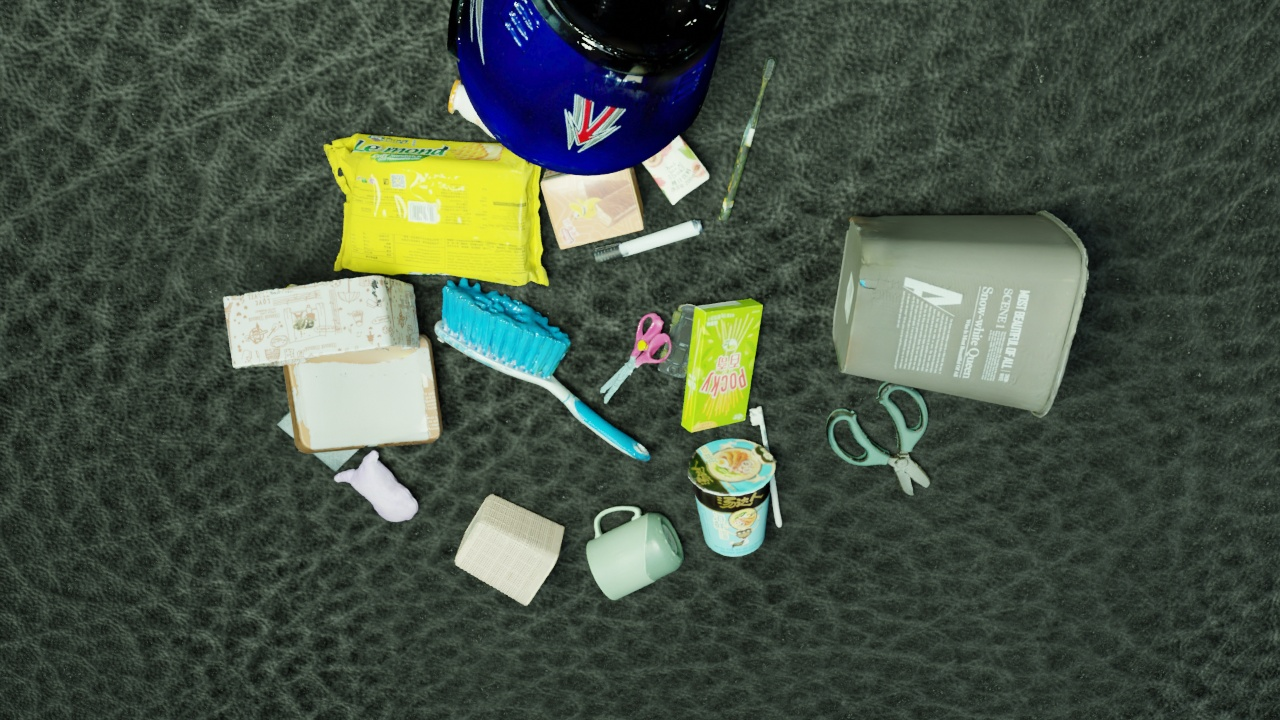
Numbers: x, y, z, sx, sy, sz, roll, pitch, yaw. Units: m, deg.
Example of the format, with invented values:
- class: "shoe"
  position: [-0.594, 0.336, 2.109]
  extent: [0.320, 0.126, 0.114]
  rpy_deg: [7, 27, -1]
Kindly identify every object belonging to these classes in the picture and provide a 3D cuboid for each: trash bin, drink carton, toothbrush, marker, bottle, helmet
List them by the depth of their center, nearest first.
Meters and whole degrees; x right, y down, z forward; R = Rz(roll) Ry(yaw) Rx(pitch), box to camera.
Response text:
- class: "helmet"
  position: [-0.050, -0.326, 0.860]
  extent: [0.247, 0.241, 0.315]
  rpy_deg: [13, 70, -20]
- class: "bottle"
  position: [-0.148, -0.268, 0.981]
  extent: [0.108, 0.063, 0.063]
  rpy_deg: [15, 113, -7]
- class: "drink carton"
  position: [0.018, -0.237, 1.004]
  extent: [0.053, 0.045, 0.122]
  rpy_deg: [-36, 110, 9]
- class: "trash bin"
  position: [0.335, -0.064, 1.007]
  extent: [0.220, 0.198, 0.199]
  rpy_deg: [6, 114, 4]
- class: "toothbrush"
  position: [0.118, -0.242, 1.017]
  extent: [0.012, 0.017, 0.186]
  rpy_deg: [15, 113, -2]
- class: "marker"
  position: [0.008, -0.139, 1.063]
  extent: [0.131, 0.018, 0.022]
  rpy_deg: [-17, 103, 8]
- class: "toothbrush"
  position: [0.164, 0.140, 1.187]
  extent: [0.016, 0.016, 0.180]
  rpy_deg: [-8, 113, 12]

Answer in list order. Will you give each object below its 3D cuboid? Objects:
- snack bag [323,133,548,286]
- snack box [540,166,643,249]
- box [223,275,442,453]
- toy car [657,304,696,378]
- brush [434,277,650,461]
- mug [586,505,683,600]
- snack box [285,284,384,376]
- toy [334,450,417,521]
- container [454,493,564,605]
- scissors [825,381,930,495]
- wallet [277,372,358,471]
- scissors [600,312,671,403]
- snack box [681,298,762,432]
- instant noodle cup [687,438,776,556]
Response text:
- class: "snack bag"
  position: [-0.224, -0.165, 1.026]
  extent: [0.246, 0.068, 0.158]
  rpy_deg: [3, 114, 0]
- class: "snack box"
  position: [-0.050, -0.180, 1.004]
  extent: [0.094, 0.092, 0.077]
  rpy_deg: [-13, 113, 5]
- class: "box"
  position: [-0.337, 0.011, 1.017]
  extent: [0.180, 0.157, 0.217]
  rpy_deg: [-5, 101, 2]
- class: "toy car"
  position: [0.050, -0.026, 1.103]
  extent: [0.042, 0.035, 0.090]
  rpy_deg: [16, 107, -8]
- class: "brush"
  position: [-0.106, 0.015, 1.106]
  extent: [0.314, 0.060, 0.110]
  rpy_deg: [26, 117, -6]
- class: "mug"
  position: [-0.011, 0.241, 1.203]
  extent: [0.106, 0.082, 0.111]
  rpy_deg: [-29, 79, 12]
- class: "snack box"
  position: [-0.361, -0.034, 1.104]
  extent: [0.140, 0.033, 0.087]
  rpy_deg: [12, 114, -7]
- class: "toy"
  position: [-0.337, 0.171, 1.190]
  extent: [0.084, 0.038, 0.108]
  rpy_deg: [-27, 116, 27]
- class: "container"
  position: [-0.172, 0.243, 1.195]
  extent: [0.111, 0.089, 0.090]
  rpy_deg: [29, 111, -9]
- class: "scissors"
  position: [0.329, 0.098, 1.165]
  extent: [0.179, 0.019, 0.162]
  rpy_deg: [38, 108, -14]
- class: "wallet"
  position: [-0.383, 0.073, 1.160]
  extent: [0.121, 0.019, 0.097]
  rpy_deg: [-41, 110, 15]
- class: "scissors"
  position: [-0.006, 0.009, 1.110]
  extent: [0.017, 0.072, 0.137]
  rpy_deg: [9, 125, -45]
- class: "snack box"
  position: [0.097, 0.006, 1.101]
  extent: [0.085, 0.026, 0.156]
  rpy_deg: [-9, 118, -31]
- class: "instant noodle cup"
  position: [0.118, 0.179, 1.161]
  extent: [0.111, 0.111, 0.121]
  rpy_deg: [-6, 121, 3]
